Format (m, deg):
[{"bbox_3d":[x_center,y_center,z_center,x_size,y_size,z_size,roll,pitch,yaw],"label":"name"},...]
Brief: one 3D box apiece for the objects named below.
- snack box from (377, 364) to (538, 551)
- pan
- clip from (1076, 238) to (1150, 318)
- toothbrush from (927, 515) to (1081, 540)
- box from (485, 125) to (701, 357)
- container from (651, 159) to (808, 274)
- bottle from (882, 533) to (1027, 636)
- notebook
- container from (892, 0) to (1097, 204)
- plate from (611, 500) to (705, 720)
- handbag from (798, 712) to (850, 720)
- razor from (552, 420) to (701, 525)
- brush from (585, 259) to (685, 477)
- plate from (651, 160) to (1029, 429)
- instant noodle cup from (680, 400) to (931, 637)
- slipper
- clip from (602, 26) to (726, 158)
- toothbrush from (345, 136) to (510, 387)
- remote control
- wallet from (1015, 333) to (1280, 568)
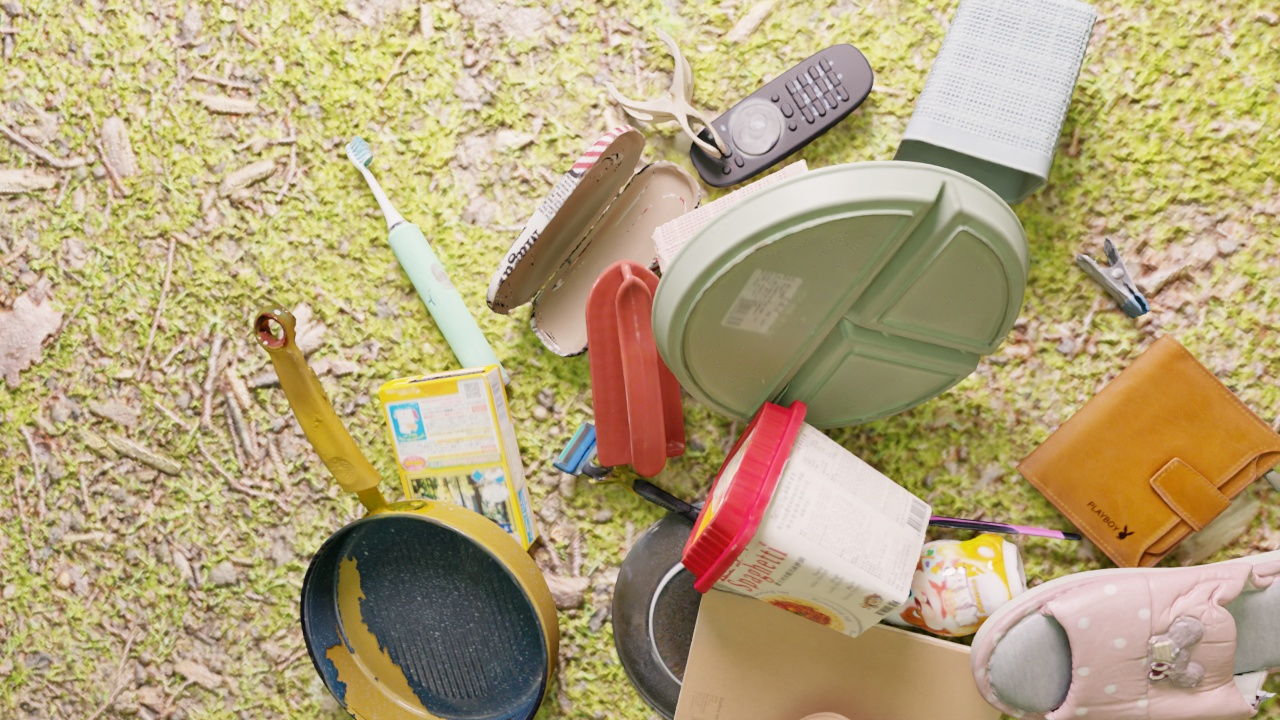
[{"bbox_3d":[-0.133,0.077,0.677,0.087,0.033,0.140,-8,100,14],"label":"snack box"},{"bbox_3d":[-0.180,0.126,0.643,0.198,0.078,0.357,-12,101,18],"label":"pan"},{"bbox_3d":[0.314,-0.052,0.608,0.028,0.024,0.057,-33,82,6],"label":"clip"},{"bbox_3d":[0.203,0.113,0.636,0.189,0.014,0.018,5,103,14],"label":"toothbrush"},{"bbox_3d":[-0.036,-0.082,0.642,0.162,0.085,0.075,-50,57,12],"label":"box"},{"bbox_3d":[0.076,-0.061,0.613,0.111,0.090,0.089,-20,68,14],"label":"container"},{"bbox_3d":[0.201,0.154,0.618,0.109,0.063,0.063,-15,89,25],"label":"bottle"},{"bbox_3d":[0.132,0.240,0.634,0.211,0.012,0.150,13,112,7],"label":"notebook"},{"bbox_3d":[0.226,-0.172,0.589,0.090,0.090,0.111,19,92,9],"label":"container"},{"bbox_3d":[0.063,0.191,0.664,0.179,0.024,0.179,0,92,11],"label":"plate"},{"bbox_3d":[0.093,0.324,0.585,0.099,0.147,0.205,27,117,-28],"label":"handbag"},{"bbox_3d":[0.008,0.094,0.668,0.143,0.022,0.042,27,69,16],"label":"razor"},{"bbox_3d":[-0.004,0.004,0.624,0.063,0.069,0.146,-8,110,-9],"label":"brush"},{"bbox_3d":[0.121,-0.024,0.560,0.230,0.230,0.027,-14,50,11],"label":"plate"},{"bbox_3d":[0.107,0.107,0.587,0.124,0.117,0.116,28,54,3],"label":"instant noodle cup"},{"bbox_3d":[0.342,0.174,0.566,0.274,0.054,0.114,-9,110,-2],"label":"slipper"},{"bbox_3d":[0.014,-0.180,0.648,0.098,0.035,0.099,-14,80,16],"label":"clip"},{"bbox_3d":[-0.165,-0.071,0.696,0.027,0.026,0.224,-34,85,30],"label":"toothbrush"},{"bbox_3d":[0.099,-0.169,0.643,0.136,0.024,0.053,-31,82,13],"label":"remote control"},{"bbox_3d":[0.341,0.069,0.606,0.119,0.035,0.131,45,102,9],"label":"wallet"}]
